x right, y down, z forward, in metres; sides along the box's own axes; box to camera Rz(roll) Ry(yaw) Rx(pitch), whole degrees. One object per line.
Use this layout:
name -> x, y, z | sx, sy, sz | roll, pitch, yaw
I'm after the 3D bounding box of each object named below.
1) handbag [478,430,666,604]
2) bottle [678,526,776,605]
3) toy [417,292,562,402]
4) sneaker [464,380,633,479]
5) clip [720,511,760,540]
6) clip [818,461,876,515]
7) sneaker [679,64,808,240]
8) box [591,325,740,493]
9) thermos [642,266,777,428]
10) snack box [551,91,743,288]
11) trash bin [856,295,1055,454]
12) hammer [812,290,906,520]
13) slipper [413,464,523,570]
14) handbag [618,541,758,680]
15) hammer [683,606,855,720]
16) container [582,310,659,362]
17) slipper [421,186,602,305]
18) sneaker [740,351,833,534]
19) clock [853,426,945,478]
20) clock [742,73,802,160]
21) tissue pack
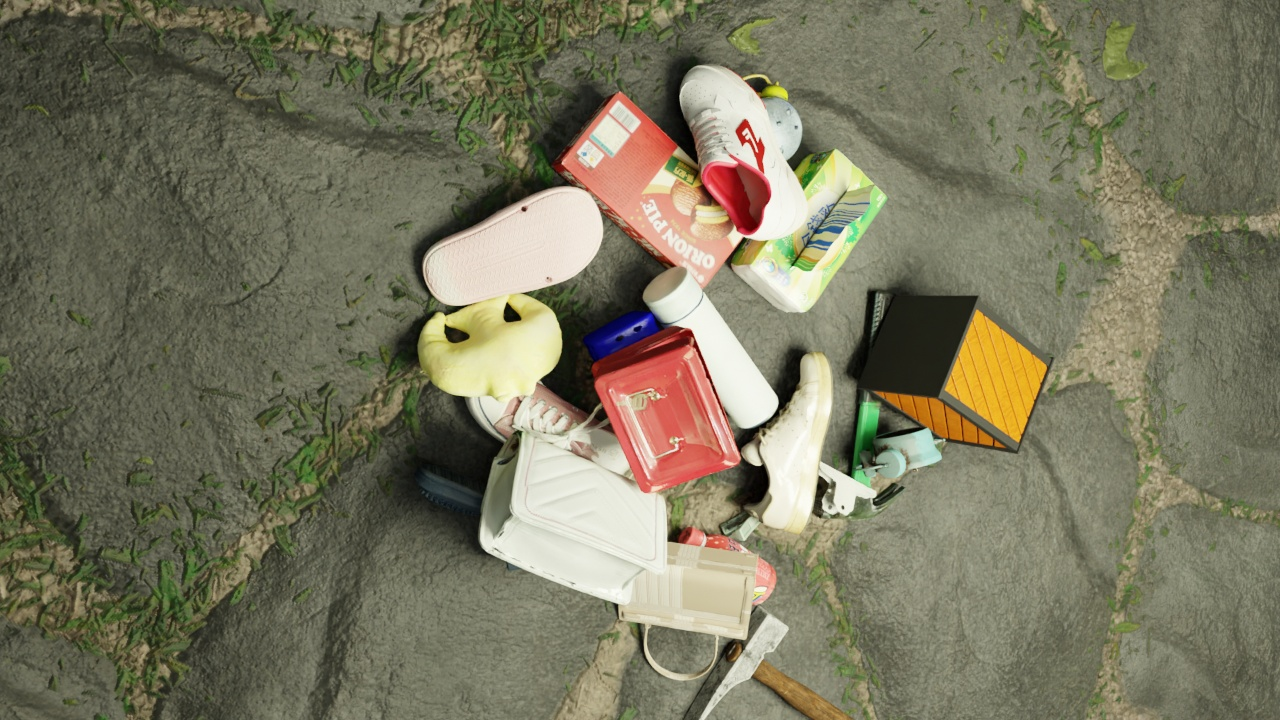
handbag -> -0.074, 0.173, 1.025 | 0.198, 0.141, 0.096 | 26, 125, -19
bottle -> 0.111, 0.265, 1.210 | 0.137, 0.062, 0.062 | 35, 85, -18
toy -> -0.170, -0.011, 1.058 | 0.170, 0.154, 0.065 | -20, 147, -17
sneaker -> -0.098, 0.084, 1.103 | 0.241, 0.088, 0.118 | 27, 88, -17
clip -> 0.147, 0.214, 1.234 | 0.075, 0.061, 0.023 | -31, 107, -27
clip -> 0.269, 0.182, 1.244 | 0.101, 0.044, 0.054 | 28, 74, -18
sneaker -> 0.101, -0.248, 1.085 | 0.104, 0.091, 0.236 | -18, 80, -49
box -> 0.026, 0.053, 1.055 | 0.137, 0.127, 0.157 | -20, 107, 6
thermos -> 0.090, -0.013, 1.145 | 0.068, 0.068, 0.230 | -43, 119, -9
snack box -> 0.018, -0.204, 1.123 | 0.236, 0.060, 0.113 | 39, 84, -18
trash bin -> 0.417, 0.016, 1.217 | 0.171, 0.140, 0.139 | 30, 78, -28
hammer -> 0.318, 0.064, 1.271 | 0.130, 0.032, 0.319 | 4, 95, -18
slipper -> -0.156, 0.207, 1.096 | 0.263, 0.101, 0.082 | 26, 88, -17
handbag -> 0.054, 0.332, 1.182 | 0.176, 0.062, 0.198 | 6, 114, 9
hammer -> 0.212, 0.510, 1.287 | 0.300, 0.037, 0.217 | 38, 84, -19
container -> -0.007, 0.007, 1.128 | 0.084, 0.085, 0.113 | -29, 103, -14
slipper -> -0.148, -0.129, 1.080 | 0.221, 0.055, 0.107 | -22, 104, -4
sneaker -> 0.188, 0.103, 1.213 | 0.102, 0.089, 0.241 | 10, 89, 1
clock -> 0.340, 0.125, 1.224 | 0.124, 0.090, 0.053 | -13, 88, -21
clock -> 0.154, -0.302, 1.158 | 0.083, 0.057, 0.119 | -15, 102, -15
tissue pack -> 0.224, -0.163, 1.153 | 0.120, 0.141, 0.197 | 31, 86, -19
